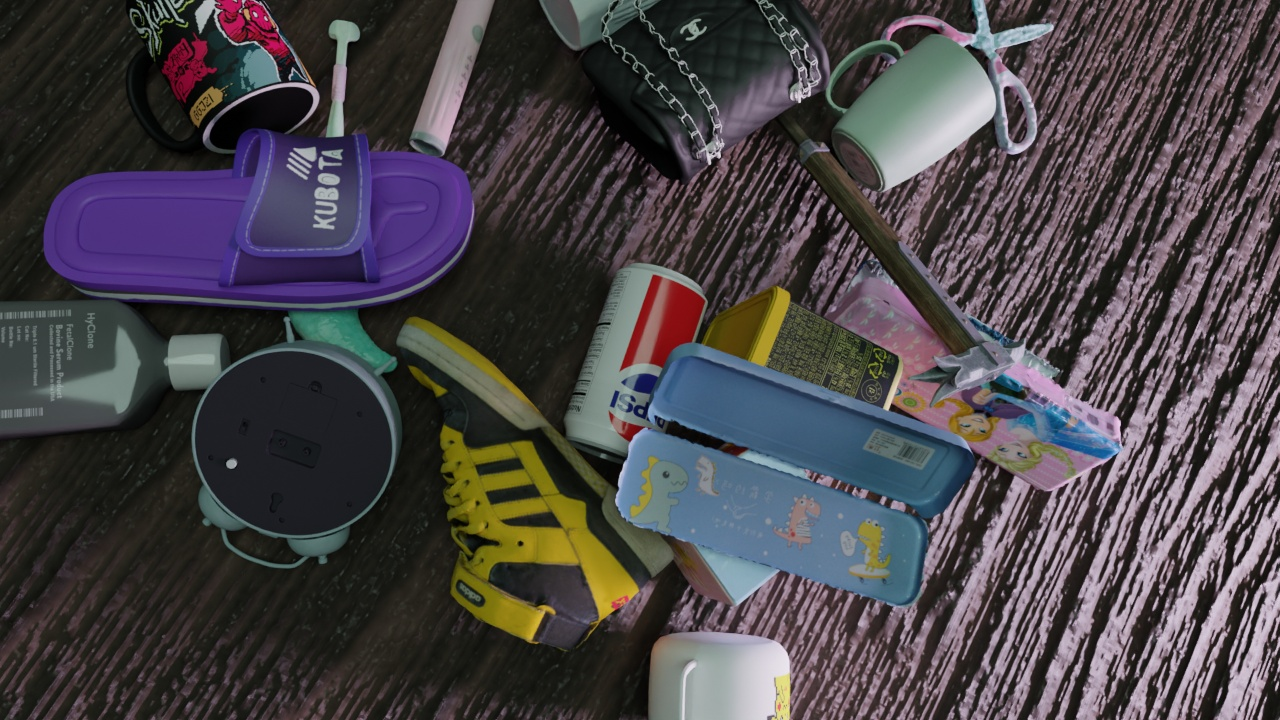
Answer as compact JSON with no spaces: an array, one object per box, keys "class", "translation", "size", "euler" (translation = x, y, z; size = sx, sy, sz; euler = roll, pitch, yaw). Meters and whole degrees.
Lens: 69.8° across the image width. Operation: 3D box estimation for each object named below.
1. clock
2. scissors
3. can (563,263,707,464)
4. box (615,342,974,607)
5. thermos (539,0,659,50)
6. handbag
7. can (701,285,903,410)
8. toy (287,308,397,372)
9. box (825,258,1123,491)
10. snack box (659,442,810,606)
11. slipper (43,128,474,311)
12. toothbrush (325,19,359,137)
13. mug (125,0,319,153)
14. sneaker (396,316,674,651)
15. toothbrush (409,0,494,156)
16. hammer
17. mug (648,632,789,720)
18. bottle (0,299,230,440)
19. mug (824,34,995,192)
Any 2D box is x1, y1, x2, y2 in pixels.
[{"class":"clock","translation":[-0.221,0.060,0.589],"size":[0.122,0.045,0.159],"euler":[21,100,-9]},{"class":"scissors","translation":[0.286,-0.252,0.776],"size":[0.170,0.013,0.177],"euler":[-16,84,-17]},{"class":"can","translation":[-0.004,0.004,0.646],"size":[0.070,0.070,0.132],"euler":[21,78,-9]},{"class":"box","translation":[0.096,0.072,0.576],"size":[0.209,0.043,0.125],"euler":[19,99,-8]},{"class":"thermos","translation":[0.027,-0.319,0.691],"size":[0.220,0.099,0.099],"euler":[-32,90,-11]},{"class":"handbag","translation":[0.048,-0.214,0.640],"size":[0.153,0.115,0.125],"euler":[-33,64,-5]},{"class":"can","translation":[0.102,0.011,0.638],"size":[0.101,0.131,0.072],"euler":[26,77,-10]},{"class":"toy","translation":[-0.197,-0.044,0.628],"size":[0.085,0.033,0.105],"euler":[12,75,-7]},{"class":"box","translation":[0.247,0.009,0.701],"size":[0.230,0.085,0.070],"euler":[29,49,-7]},{"class":"snack box","translation":[0.064,0.106,0.633],"size":[0.093,0.095,0.079],"euler":[-35,91,-14]},{"class":"slipper","translation":[-0.243,-0.096,0.577],"size":[0.266,0.084,0.107],"euler":[-3,69,-5]},{"class":"toothbrush","translation":[-0.217,-0.167,0.652],"size":[0.022,0.015,0.154],"euler":[4,82,-10]},{"class":"mug","translation":[-0.291,-0.193,0.613],"size":[0.118,0.081,0.098],"euler":[-31,89,13]},{"class":"sneaker","translation":[-0.099,0.090,0.603],"size":[0.238,0.086,0.122],"euler":[44,74,-5]},{"class":"toothbrush","translation":[-0.125,-0.256,0.678],"size":[0.026,0.027,0.222],"euler":[12,79,19]},{"class":"hammer","translation":[0.159,-0.113,0.670],"size":[0.146,0.028,0.316],"euler":[-12,62,-43]},{"class":"mug","translation":[0.048,0.219,0.605],"size":[0.094,0.115,0.068],"euler":[-2,79,25]},{"class":"bottle","translation":[-0.355,0.005,0.581],"size":[0.173,0.046,0.083],"euler":[-3,83,-13]},{"class":"mug","translation":[0.197,-0.198,0.716],"size":[0.104,0.084,0.111],"euler":[-39,75,-1]}]
